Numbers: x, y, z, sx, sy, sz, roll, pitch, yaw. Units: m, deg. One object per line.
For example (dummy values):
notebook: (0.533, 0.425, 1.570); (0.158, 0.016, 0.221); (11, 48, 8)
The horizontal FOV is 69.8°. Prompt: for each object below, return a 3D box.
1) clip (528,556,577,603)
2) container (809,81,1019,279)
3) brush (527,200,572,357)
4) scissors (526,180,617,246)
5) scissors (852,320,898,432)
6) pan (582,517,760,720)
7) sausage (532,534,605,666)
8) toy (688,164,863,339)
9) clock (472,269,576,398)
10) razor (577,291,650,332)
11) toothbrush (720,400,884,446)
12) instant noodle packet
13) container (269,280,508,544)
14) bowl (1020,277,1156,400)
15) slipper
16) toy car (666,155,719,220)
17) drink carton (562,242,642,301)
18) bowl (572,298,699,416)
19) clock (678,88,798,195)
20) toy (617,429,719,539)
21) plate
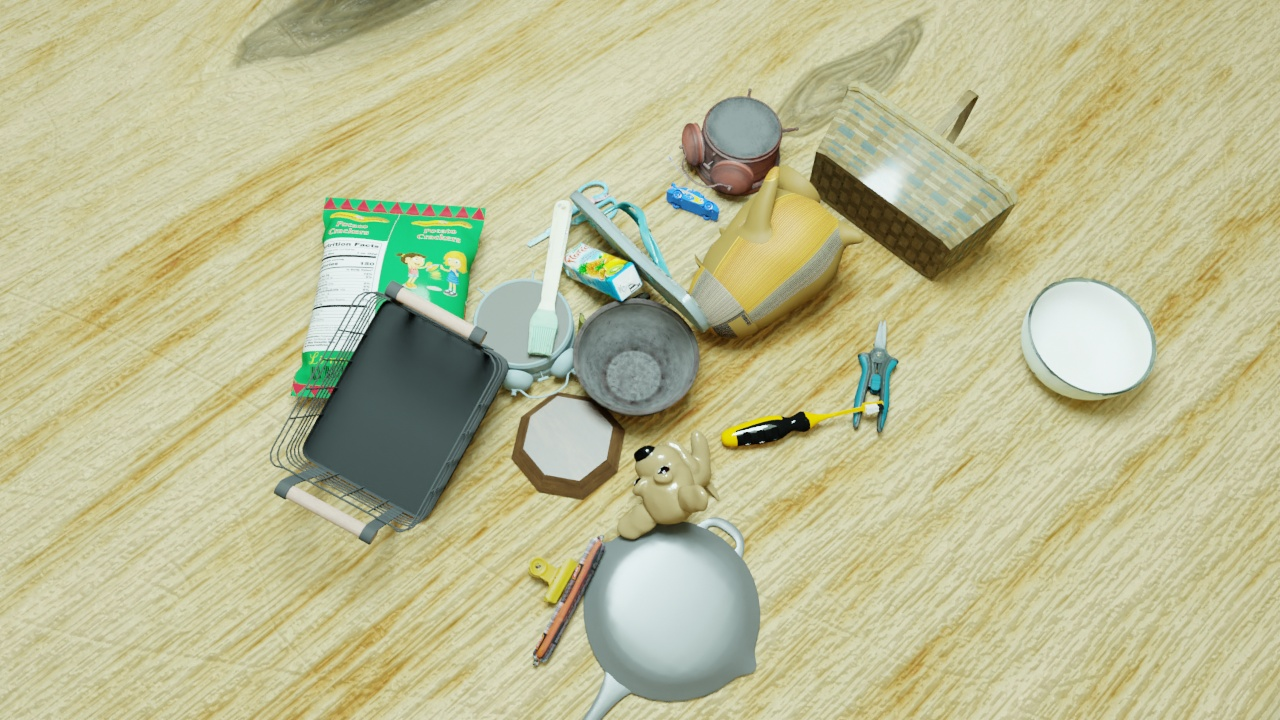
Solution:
clip: (-0.100, 0.231, 0.997); (0.047, 0.039, 0.052); (30, 70, 1)
container: (0.355, -0.248, 1.163); (0.250, 0.157, 0.186); (40, 82, 13)
brush: (-0.106, -0.103, 1.104); (0.033, 0.012, 0.217); (6, 65, 0)
scissors: (-0.089, -0.181, 1.188); (0.138, 0.015, 0.063); (-38, 78, -11)
scissors: (0.291, 0.021, 1.112); (0.129, 0.019, 0.137); (-31, 66, -8)
pan: (-0.003, 0.311, 0.973); (0.216, 0.024, 0.353); (35, 70, 12)
sausage: (-0.075, 0.258, 0.990); (0.020, 0.020, 0.155); (25, 73, 8)
toy: (0.142, -0.116, 1.107); (0.203, 0.198, 0.162); (-44, 46, 0)
clock: (-0.135, -0.027, 1.099); (0.122, 0.045, 0.159); (-19, 67, -10)
razor: (-0.031, -0.059, 1.127); (0.105, 0.043, 0.026); (-31, 64, -25)
toothbrush: (0.190, 0.072, 1.077); (0.196, 0.031, 0.030); (-12, 25, -3)
instant noodle packet: (-0.294, -0.073, 1.085); (0.195, 0.090, 0.252); (4, 72, -1)
container: (-0.259, 0.052, 0.967); (0.163, 0.130, 0.241); (29, 89, -1)
bowl: (0.532, -0.018, 1.113); (0.153, 0.073, 0.153); (1, 67, -2)
slipper: (0.010, -0.128, 1.098); (0.054, 0.098, 0.268); (-40, 56, -3)
toy car: (0.068, -0.226, 1.198); (0.092, 0.033, 0.061); (21, 74, 6)
drink carton: (-0.050, -0.108, 1.109); (0.044, 0.038, 0.129); (-39, 36, -17)
bowl: (-0.006, 0.006, 1.079); (0.145, 0.067, 0.144); (1, 67, -2)
clock: (0.120, -0.276, 1.203); (0.157, 0.072, 0.120); (-41, 75, -18)
toy: (0.039, 0.132, 1.014); (0.106, 0.134, 0.108); (58, 39, -2)
plate: (-0.083, 0.093, 1.061); (0.131, 0.025, 0.131); (1, 67, -2)
